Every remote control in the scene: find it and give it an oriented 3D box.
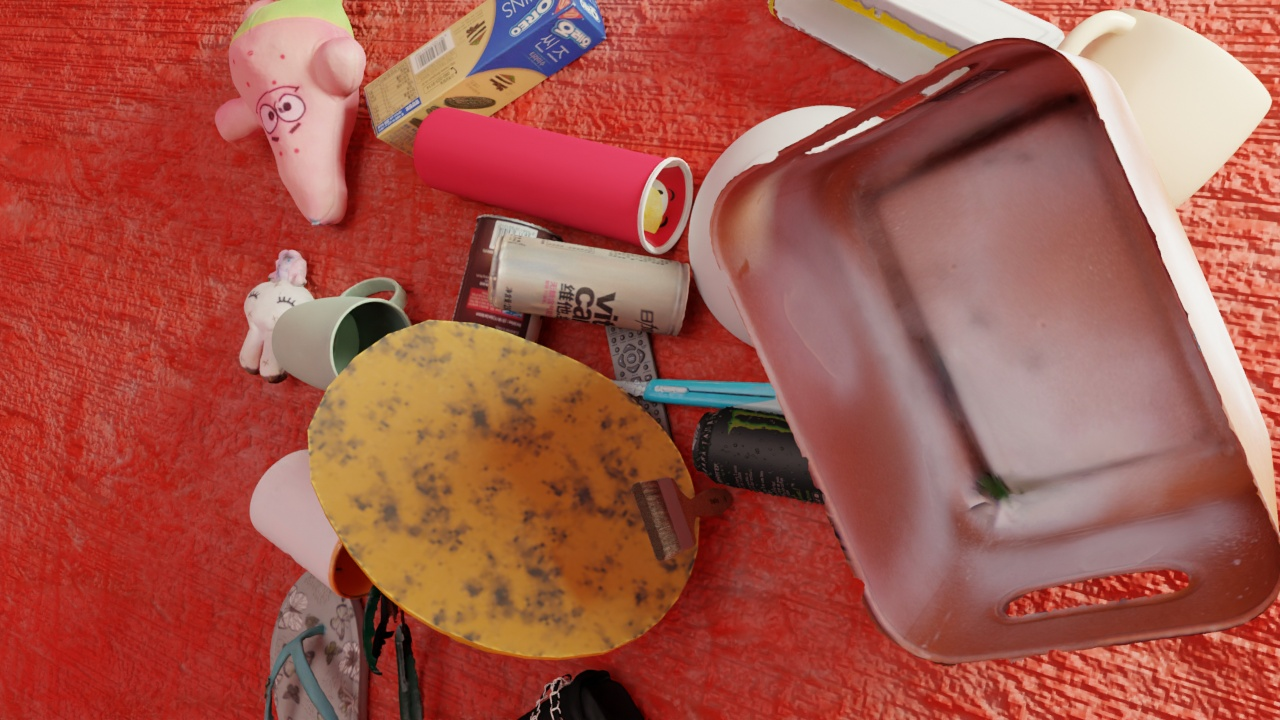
[{"bbox_3d":[-0.004,0.004,0.675,0.033,0.013,0.136,-17,74,20],"label":"remote control"}]

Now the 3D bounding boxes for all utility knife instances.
[{"bbox_3d":[0.019,0.024,0.650,0.177,0.015,0.022,2,73,20],"label":"utility knife"}]

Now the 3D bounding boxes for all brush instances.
[{"bbox_3d":[0.032,0.091,0.569,0.008,0.143,0.045,-24,80,21],"label":"brush"}]

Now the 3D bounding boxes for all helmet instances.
[{"bbox_3d":[-0.095,0.105,0.622,0.255,0.132,0.204,35,54,9],"label":"helmet"}]

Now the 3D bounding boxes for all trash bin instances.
[{"bbox_3d":[0.182,-0.007,0.460,0.182,0.157,0.259,-24,90,37],"label":"trash bin"}]

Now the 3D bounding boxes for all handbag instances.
[{"bbox_3d":[-0.066,0.287,0.599,0.154,0.114,0.125,-40,64,18],"label":"handbag"}]

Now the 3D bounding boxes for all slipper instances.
[{"bbox_3d":[-0.261,0.300,0.725,0.098,0.054,0.268,-18,75,24],"label":"slipper"}]

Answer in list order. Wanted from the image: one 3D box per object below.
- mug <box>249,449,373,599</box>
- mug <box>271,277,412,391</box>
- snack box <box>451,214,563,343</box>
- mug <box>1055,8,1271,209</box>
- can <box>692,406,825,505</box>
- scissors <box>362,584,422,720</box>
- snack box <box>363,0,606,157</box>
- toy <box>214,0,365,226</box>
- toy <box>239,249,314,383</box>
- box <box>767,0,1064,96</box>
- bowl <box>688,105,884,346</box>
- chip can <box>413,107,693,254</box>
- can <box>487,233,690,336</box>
[{"bbox_3d":[-0.245,0.129,0.731,0.105,0.082,0.082,25,92,28],"label":"mug"},{"bbox_3d":[-0.243,-0.024,0.766,0.104,0.084,0.111,7,56,38],"label":"mug"},{"bbox_3d":[-0.106,-0.043,0.702,0.072,0.072,0.121,11,84,27],"label":"snack box"},{"bbox_3d":[0.264,-0.132,0.513,0.100,0.120,0.096,-55,25,18],"label":"mug"},{"bbox_3d":[0.104,0.063,0.590,0.138,0.054,0.054,8,84,27],"label":"can"},{"bbox_3d":[-0.172,0.213,0.647,0.015,0.202,0.203,-6,96,-7],"label":"scissors"},{"bbox_3d":[-0.130,-0.244,0.758,0.207,0.056,0.057,-26,69,20],"label":"snack box"},{"bbox_3d":[-0.307,-0.233,0.824,0.192,0.096,0.236,-16,81,31],"label":"toy"},{"bbox_3d":[-0.329,-0.041,0.828,0.079,0.038,0.122,7,81,34],"label":"toy"},{"bbox_3d":[0.177,-0.233,0.614,0.210,0.070,0.067,38,78,26],"label":"box"},{"bbox_3d":[0.107,-0.092,0.609,0.177,0.066,0.176,-5,78,25],"label":"bowl"},{"bbox_3d":[-0.072,-0.142,0.704,0.221,0.069,0.069,20,89,28],"label":"chip can"},{"bbox_3d":[-0.036,-0.053,0.645,0.135,0.054,0.054,9,84,-5],"label":"can"}]
